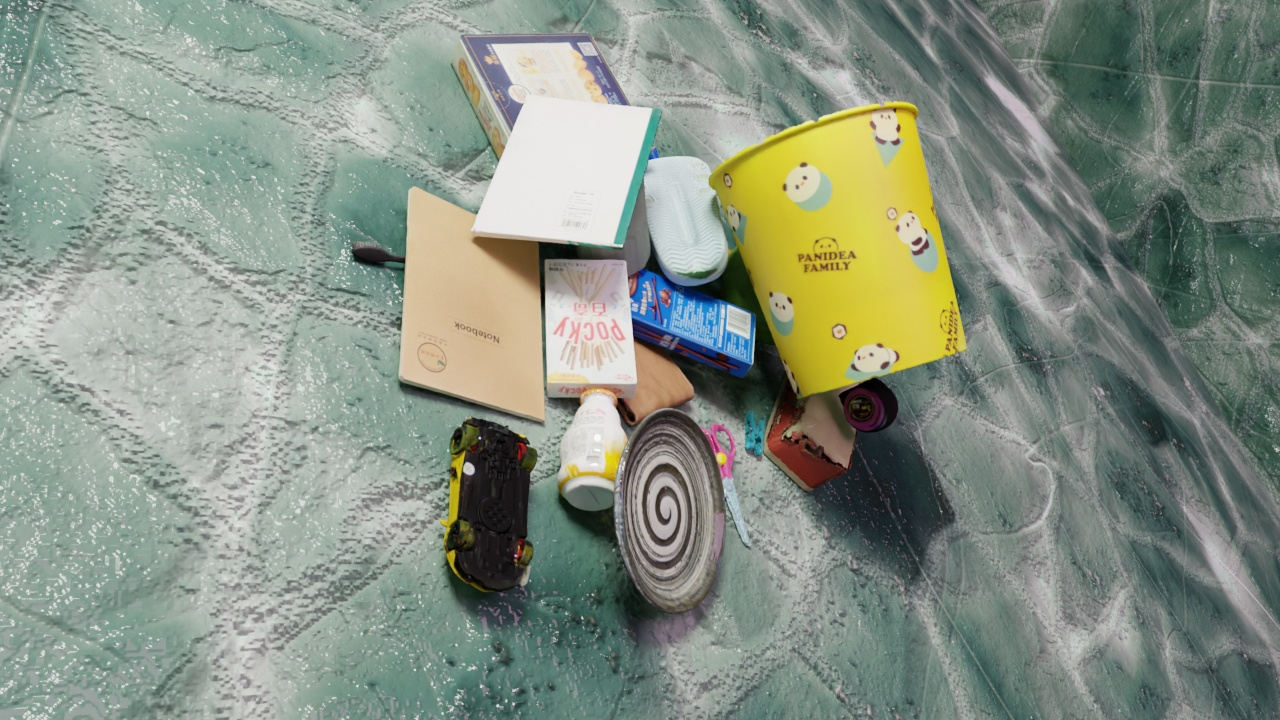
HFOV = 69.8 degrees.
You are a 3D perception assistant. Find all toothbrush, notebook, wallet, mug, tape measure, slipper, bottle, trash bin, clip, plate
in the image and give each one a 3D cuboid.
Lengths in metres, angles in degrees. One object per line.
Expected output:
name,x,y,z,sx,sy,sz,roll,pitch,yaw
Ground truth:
toothbrush,-0.182,-0.091,0.859,0.189,0.014,0.016,5,31,-43
notebook,-0.069,-0.193,0.919,0.150,0.012,0.208,7,53,9
wallet,-0.006,0.006,0.950,0.101,0.020,0.115,-19,71,-49
mug,-0.038,-0.162,0.971,0.083,0.103,0.123,-16,47,-6
tape measure,0.257,0.052,1.025,0.039,0.057,0.058,-4,66,-51
slipper,0.046,-0.160,1.066,0.245,0.104,0.074,-106,-179,-46
bottle,-0.040,0.077,0.820,0.063,0.063,0.108,27,45,-27
trash bin,0.217,-0.107,0.973,0.229,0.230,0.255,-12,84,-49
clip,0.127,0.081,1.023,0.043,0.014,0.056,34,39,-21
notebook,-0.151,-0.053,0.845,0.147,0.008,0.207,21,51,-37
plate,0.023,0.131,0.807,0.179,0.024,0.179,20,66,-54

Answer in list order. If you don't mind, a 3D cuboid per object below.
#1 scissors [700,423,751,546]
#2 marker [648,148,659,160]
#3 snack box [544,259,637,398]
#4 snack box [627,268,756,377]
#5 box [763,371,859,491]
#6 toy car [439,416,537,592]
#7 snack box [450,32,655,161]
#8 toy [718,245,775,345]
scissors,0.090,0.128,0.947,0.057,0.017,0.133,-7,68,-31
marker,0.037,-0.211,1.169,0.016,0.017,0.145,1,59,-44
snack box,-0.051,-0.034,0.901,0.084,0.027,0.156,0,54,-8
snack box,0.048,-0.044,0.985,0.157,0.026,0.084,21,42,-10
box,0.210,0.061,1.069,0.091,0.077,0.167,43,38,-11
toy car,-0.122,0.113,0.728,0.071,0.041,0.155,22,44,-31
snack box,-0.099,-0.291,1.047,0.182,0.046,0.178,-16,70,-35
toy,0.159,-0.090,1.123,0.227,0.090,0.246,27,49,0
